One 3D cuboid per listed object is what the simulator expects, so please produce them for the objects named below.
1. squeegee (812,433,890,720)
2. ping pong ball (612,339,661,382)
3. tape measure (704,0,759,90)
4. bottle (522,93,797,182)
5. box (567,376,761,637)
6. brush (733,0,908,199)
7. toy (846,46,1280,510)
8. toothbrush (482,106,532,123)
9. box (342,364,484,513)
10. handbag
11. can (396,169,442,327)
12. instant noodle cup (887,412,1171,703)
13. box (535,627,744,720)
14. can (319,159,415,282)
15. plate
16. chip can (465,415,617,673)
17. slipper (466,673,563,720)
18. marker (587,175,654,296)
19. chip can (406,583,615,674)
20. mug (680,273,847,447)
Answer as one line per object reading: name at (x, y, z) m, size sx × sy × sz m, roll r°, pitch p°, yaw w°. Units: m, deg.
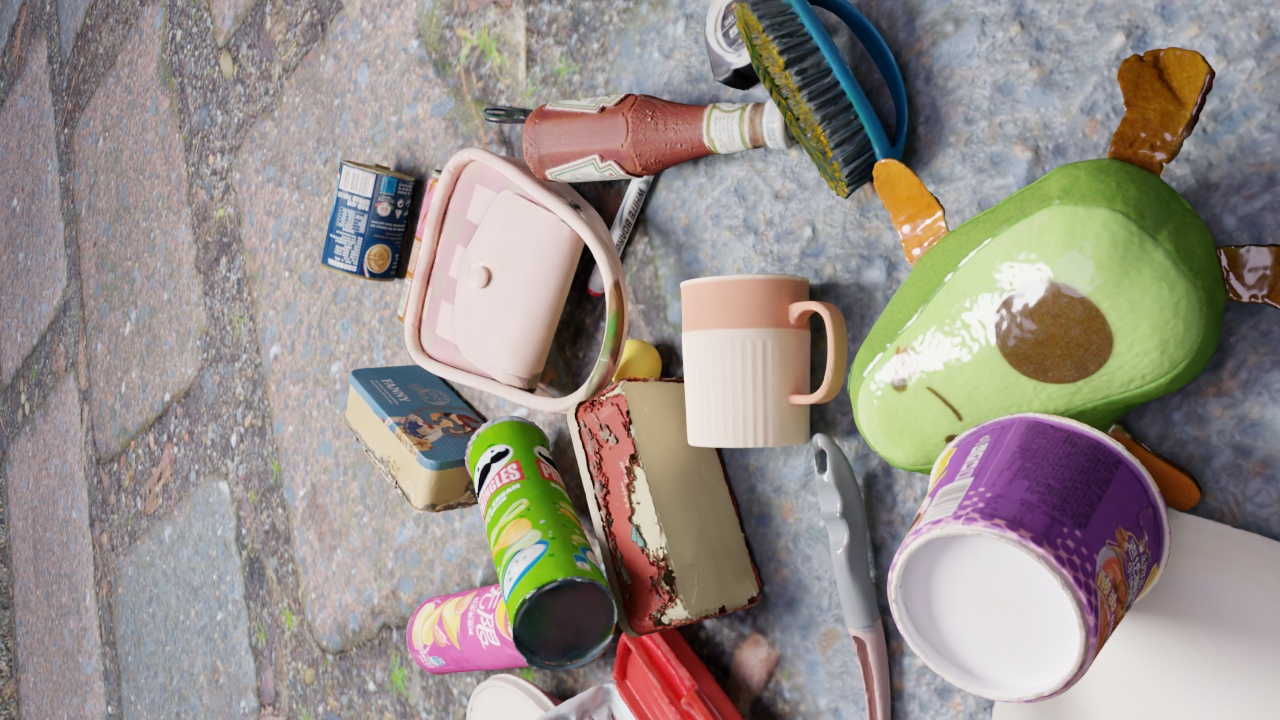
squeegee at (0.131, 0.167, 0.552) m, size 0.248 × 0.040 × 0.249 m, roll -15°, pitch 78°, yaw 55°
ping pong ball at (-0.004, 0.004, 0.689) m, size 0.040 × 0.040 × 0.040 m, roll -3°, pitch 86°, yaw 44°
tape measure at (0.078, -0.227, 0.627) m, size 0.066 × 0.033 × 0.066 m, roll -18°, pitch 78°, yaw 40°
bottle at (0.011, -0.162, 0.654) m, size 0.206 × 0.059 × 0.060 m, roll 3°, pitch 90°, yaw 30°
box at (0.019, 0.095, 0.628) m, size 0.076 × 0.091 × 0.168 m, roll -32°, pitch 67°, yaw 41°
brush at (0.118, -0.173, 0.561) m, size 0.073 × 0.055 × 0.144 m, roll -28°, pitch 84°, yaw 0°
toy at (0.200, -0.021, 0.458) m, size 0.247 × 0.089 × 0.227 m, roll -45°, pitch 74°, yaw 36°
toothbrush at (-0.085, -0.210, 0.795) m, size 0.181 × 0.018 × 0.016 m, roll 19°, pitch 104°, yaw 44°
box at (-0.204, 0.065, 0.845) m, size 0.184 × 0.089 × 0.061 m, roll 38°, pitch 120°, yaw 37°
handbag at (-0.086, -0.050, 0.731) m, size 0.234 × 0.093 × 0.193 m, roll 34°, pitch 112°, yaw 41°
can at (-0.183, -0.099, 0.853) m, size 0.058 × 0.057 × 0.147 m, roll 29°, pitch 108°, yaw 41°
instant noodle cup at (0.169, 0.092, 0.413) m, size 0.112 × 0.099 × 0.112 m, roll 15°, pitch 117°, yaw 32°
box at (0.012, 0.278, 0.605) m, size 0.201 × 0.098 × 0.119 m, roll 46°, pitch 130°, yaw 44°
can at (-0.277, -0.143, 0.934) m, size 0.075 × 0.075 × 0.111 m, roll 25°, pitch 105°, yaw 42°
plate at (0.262, 0.155, 0.431) m, size 0.164 × 0.034 × 0.164 m, roll 22°, pitch 103°, yaw 43°
chip can at (-0.078, 0.122, 0.671) m, size 0.072 × 0.072 × 0.236 m, roll -70°, pitch 23°, yaw 16°
slipper at (-0.035, 0.337, 0.693) m, size 0.274 × 0.054 × 0.114 m, roll 31°, pitch 111°, yaw 35°
marker at (-0.009, -0.116, 0.716) m, size 0.017 × 0.017 × 0.145 m, roll 40°, pitch 115°, yaw 37°
chip can at (-0.112, 0.218, 0.753) m, size 0.211 × 0.071 × 0.071 m, roll -24°, pitch 72°, yaw 45°
mug at (0.079, 0.001, 0.581) m, size 0.115 × 0.081 × 0.106 m, roll -3°, pitch 88°, yaw 45°
